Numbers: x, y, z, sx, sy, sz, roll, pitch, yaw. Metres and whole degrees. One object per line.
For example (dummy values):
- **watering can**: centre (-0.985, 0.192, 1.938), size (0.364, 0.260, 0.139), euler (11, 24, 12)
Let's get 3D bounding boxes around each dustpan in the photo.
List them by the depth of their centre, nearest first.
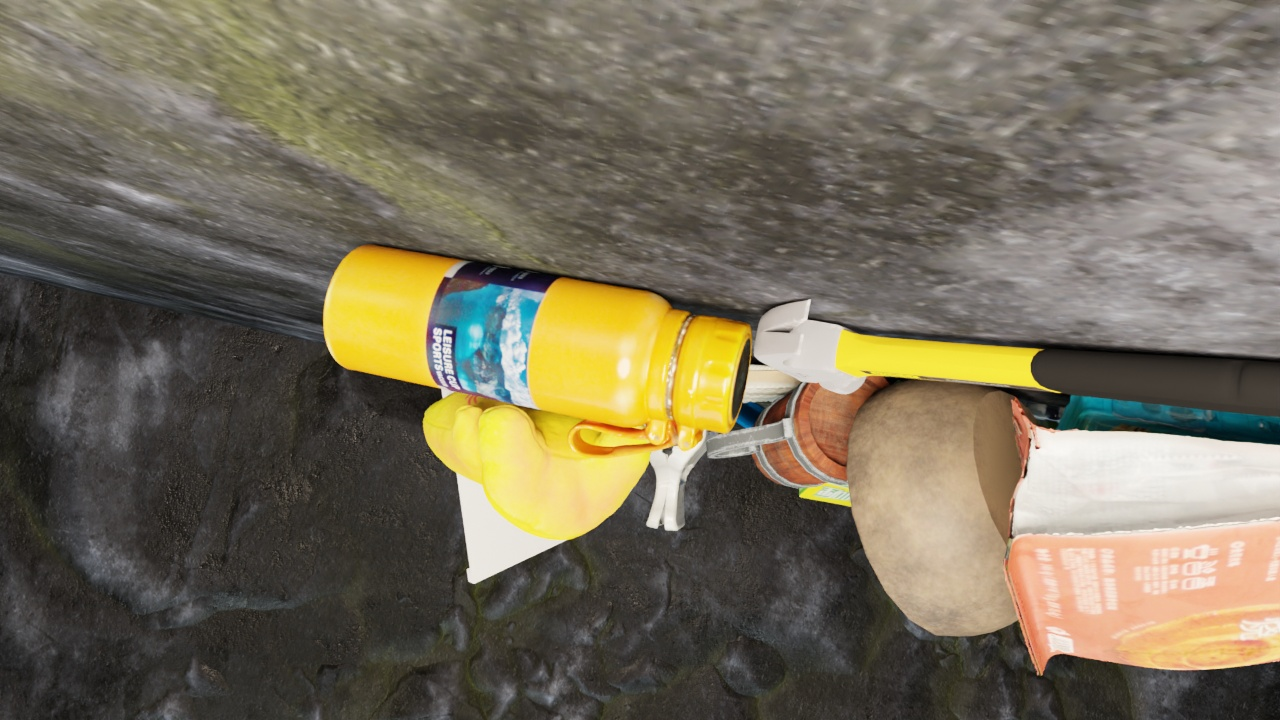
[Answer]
- **dustpan**: centre (-0.095, 0.086, 0.946), size (0.053, 0.191, 0.257), euler (8, -162, 44)

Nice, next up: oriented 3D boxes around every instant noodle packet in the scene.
- **instant noodle packet**: centre (0.282, 0.089, 0.395), size (0.221, 0.083, 0.164), euler (-2, 145, 28)

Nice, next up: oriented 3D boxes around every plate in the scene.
- **plate**: centre (0.110, 0.054, 0.894), size (0.224, 0.024, 0.224), euler (33, -179, -1)

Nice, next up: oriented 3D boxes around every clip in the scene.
- **clip**: centre (0.041, 0.080, 0.837), size (0.105, 0.151, 0.126), euler (-14, 173, 9)

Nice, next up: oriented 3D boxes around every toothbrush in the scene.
- **toothbrush**: centre (0.346, 0.051, 0.590), size (0.187, 0.017, 0.012), euler (11, 164, 19)

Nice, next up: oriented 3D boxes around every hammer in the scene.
- **hammer**: centre (0.191, 0.006, 0.402), size (0.324, 0.029, 0.127), euler (6, 172, 42)

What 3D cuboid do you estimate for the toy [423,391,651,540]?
- **toy**: centre (-0.071, 0.065, 0.643), size (0.134, 0.087, 0.194), euler (2, -176, -25)

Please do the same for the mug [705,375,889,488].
- **mug**: centre (0.112, 0.054, 0.660), size (0.117, 0.081, 0.111), euler (-3, 168, -14)

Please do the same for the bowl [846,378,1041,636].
- **bowl**: centre (0.204, 0.083, 0.565), size (0.162, 0.162, 0.070), euler (16, 151, -39)

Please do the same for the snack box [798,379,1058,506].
- **snack box**: centre (0.220, 0.078, 0.724), size (0.132, 0.027, 0.168), euler (13, 147, -12)

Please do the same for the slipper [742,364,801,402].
- **slipper**: centre (-0.004, 0.004, 0.712), size (0.272, 0.054, 0.114), euler (4, 175, -7)

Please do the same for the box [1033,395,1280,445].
- **box**: centre (0.336, 0.070, 0.492), size (0.227, 0.086, 0.168), euler (11, 175, 14)

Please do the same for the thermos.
- **thermos**: centre (-0.057, -0.005, 0.520), size (0.233, 0.076, 0.092), euler (11, 130, 15)
